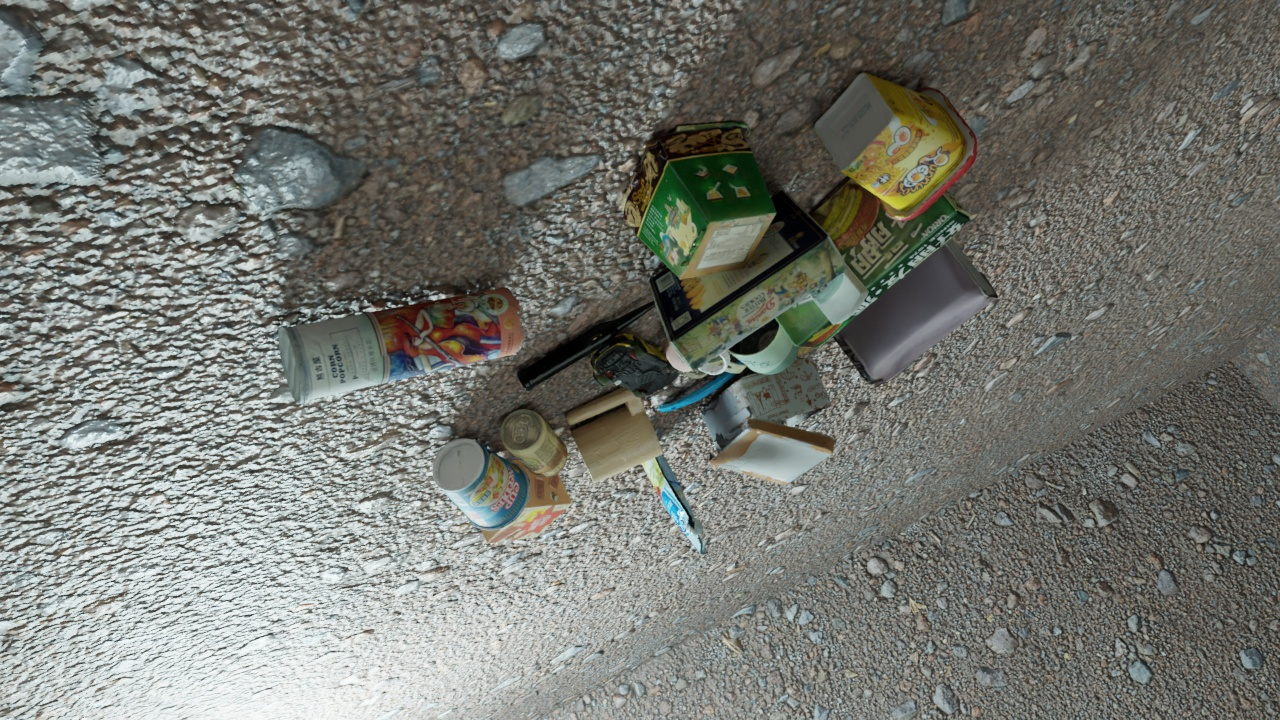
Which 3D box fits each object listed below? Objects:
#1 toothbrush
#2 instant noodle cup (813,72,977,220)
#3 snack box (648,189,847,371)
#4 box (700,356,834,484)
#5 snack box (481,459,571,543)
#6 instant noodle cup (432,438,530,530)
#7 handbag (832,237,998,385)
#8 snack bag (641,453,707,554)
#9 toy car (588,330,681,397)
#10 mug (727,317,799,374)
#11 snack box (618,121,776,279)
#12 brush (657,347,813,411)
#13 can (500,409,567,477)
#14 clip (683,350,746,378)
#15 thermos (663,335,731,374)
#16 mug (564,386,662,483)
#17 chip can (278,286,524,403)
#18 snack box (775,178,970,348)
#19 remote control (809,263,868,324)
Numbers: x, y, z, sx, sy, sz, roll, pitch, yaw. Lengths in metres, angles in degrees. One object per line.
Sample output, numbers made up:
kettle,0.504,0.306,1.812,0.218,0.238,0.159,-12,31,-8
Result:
toothbrush,-0.047,-0.029,1.062,0.212,0.026,0.027,-31,-172,2
instant noodle cup,0.252,-0.221,0.926,0.123,0.116,0.116,13,134,-37
snack box,0.103,-0.088,0.946,0.183,0.177,0.046,-33,114,9
box,0.188,0.106,1.332,0.148,0.158,0.182,-19,168,-21
snack box,-0.168,0.195,1.281,0.094,0.077,0.093,4,139,-48
instant noodle cup,-0.207,0.151,1.159,0.099,0.099,0.110,-30,147,3
handbag,0.353,-0.077,1.229,0.197,0.145,0.098,-41,148,26
snack bag,0.046,0.195,1.361,0.038,0.191,0.110,-24,154,-13
toy car,-0.007,0.007,1.143,0.071,0.041,0.155,-37,151,17
mug,0.144,-0.029,1.195,0.112,0.082,0.106,-6,163,24
snack box,0.062,-0.144,0.871,0.117,0.105,0.118,-13,151,-30
brush,0.137,0.013,1.298,0.255,0.046,0.083,-30,160,14
can,-0.135,0.108,1.178,0.058,0.058,0.116,-28,154,-1
clip,0.091,-0.010,1.233,0.103,0.076,0.035,-16,151,-45
thermos,0.111,-0.047,1.089,0.199,0.087,0.067,-40,-162,44
mug,-0.038,0.097,1.246,0.103,0.084,0.125,-24,129,-6
chip can,-0.219,-0.018,0.860,0.214,0.071,0.071,-14,150,-30
snack box,0.247,-0.129,1.065,0.241,0.114,0.063,-42,155,27
remote control,0.199,-0.106,1.037,0.019,0.135,0.056,-15,152,-41
